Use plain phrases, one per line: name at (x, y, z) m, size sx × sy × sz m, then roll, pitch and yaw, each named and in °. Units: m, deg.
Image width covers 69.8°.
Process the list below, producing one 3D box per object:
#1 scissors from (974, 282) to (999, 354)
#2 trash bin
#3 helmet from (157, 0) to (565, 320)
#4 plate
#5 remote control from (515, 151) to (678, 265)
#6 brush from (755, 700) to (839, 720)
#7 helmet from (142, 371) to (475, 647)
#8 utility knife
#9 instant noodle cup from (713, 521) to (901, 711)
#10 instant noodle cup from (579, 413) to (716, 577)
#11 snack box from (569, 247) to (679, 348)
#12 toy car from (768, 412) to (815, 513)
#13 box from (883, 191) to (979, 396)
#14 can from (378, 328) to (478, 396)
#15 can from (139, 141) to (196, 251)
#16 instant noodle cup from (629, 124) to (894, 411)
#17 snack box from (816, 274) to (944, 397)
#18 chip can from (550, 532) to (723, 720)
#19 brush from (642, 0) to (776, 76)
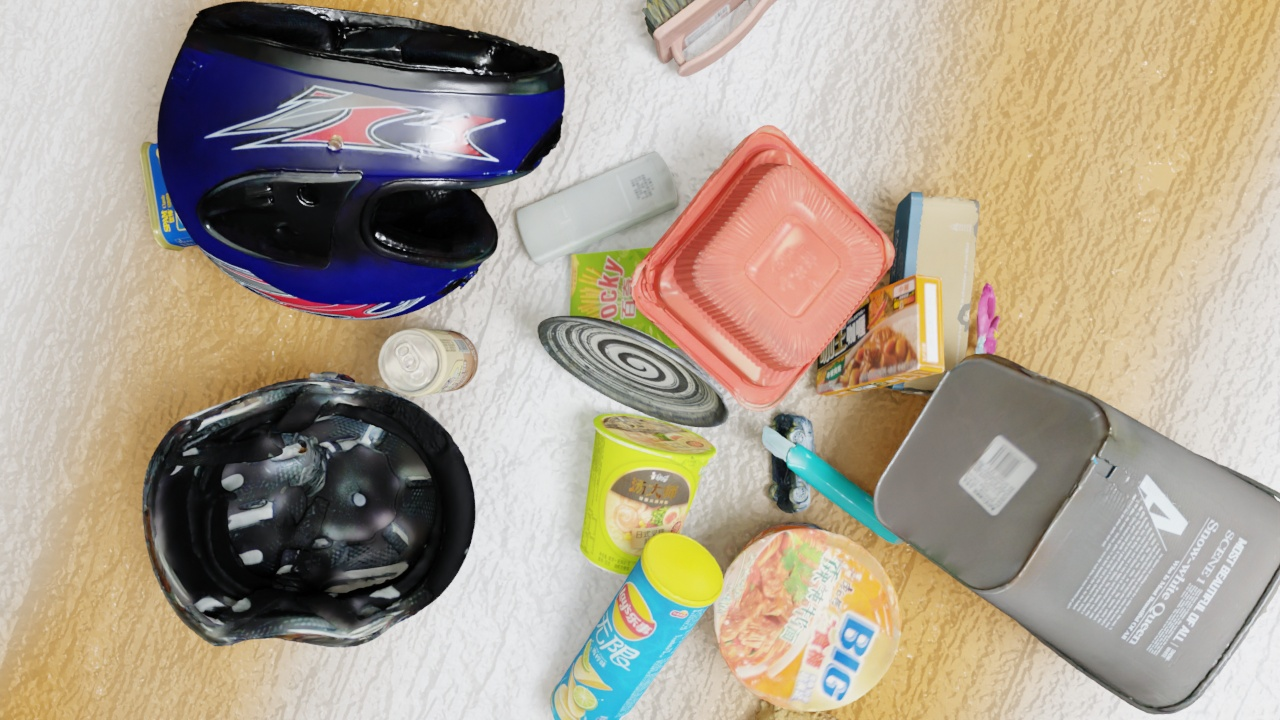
scissors at (0.284, -0.016, 0.769) m, size 0.017 × 0.137 × 0.074 m, roll 2°, pitch 120°, yaw 32°
trash bin at (0.321, 0.119, 0.691) m, size 0.219 × 0.199 × 0.199 m, roll 29°, pitch 94°, yaw -29°
helmet at (-0.226, -0.153, 0.762) m, size 0.315 × 0.246 × 0.241 m, roll 9°, pitch 119°, yaw 2°
plate at (-0.005, 0.005, 0.781) m, size 0.179 × 0.180 × 0.024 m, roll 23°, pitch 70°, yaw 4°
remote control at (-0.040, -0.140, 0.846) m, size 0.150 × 0.021 × 0.058 m, roll -22°, pitch 70°, yaw 5°
brush at (0.216, 0.352, 0.819) m, size 0.255 × 0.046 × 0.083 m, roll 3°, pitch 88°, yaw 11°
helmet at (-0.278, 0.126, 0.812) m, size 0.274 × 0.157 × 0.230 m, roll -11°, pitch 93°, yaw -4°
utility knife at (0.175, 0.112, 0.814) m, size 0.182 × 0.013 × 0.029 m, roll 37°, pitch 78°, yaw -15°
instant noodle cup at (0.139, 0.209, 0.795) m, size 0.151 × 0.111 × 0.151 m, roll 0°, pitch 91°, yaw 5°
instant noodle cup at (-0.001, 0.123, 0.815) m, size 0.112 × 0.111 × 0.123 m, roll 15°, pitch 100°, yaw 5°
snack box at (-0.007, -0.053, 0.798) m, size 0.157 × 0.026 × 0.086 m, roll 4°, pitch 91°, yaw 50°
toy car at (0.138, 0.093, 0.830) m, size 0.034 × 0.043 × 0.090 m, roll 1°, pitch 86°, yaw -28°
box at (0.248, -0.061, 0.793) m, size 0.061 × 0.089 × 0.184 m, roll 3°, pitch 89°, yaw 6°
can at (-0.187, 0.001, 0.820) m, size 0.058 × 0.116 × 0.058 m, roll 0°, pitch 91°, yaw 5°
can at (-0.414, -0.161, 0.869) m, size 0.083 × 0.057 × 0.102 m, roll -8°, pitch 91°, yaw 3°
instant noodle cup at (0.102, -0.070, 0.710) m, size 0.164 × 0.079 × 0.188 m, roll 40°, pitch 86°, yaw -12°
snack box at (0.195, -0.016, 0.762) m, size 0.026 × 0.154 × 0.075 m, roll 6°, pitch 79°, yaw -18°
chip can at (-0.008, 0.242, 0.786) m, size 0.071 × 0.071 × 0.211 m, roll 32°, pitch 122°, yaw 4°
brush at (0.075, -0.320, 0.817) m, size 0.146 × 0.063 × 0.073 m, roll -36°, pitch 84°, yaw 3°
